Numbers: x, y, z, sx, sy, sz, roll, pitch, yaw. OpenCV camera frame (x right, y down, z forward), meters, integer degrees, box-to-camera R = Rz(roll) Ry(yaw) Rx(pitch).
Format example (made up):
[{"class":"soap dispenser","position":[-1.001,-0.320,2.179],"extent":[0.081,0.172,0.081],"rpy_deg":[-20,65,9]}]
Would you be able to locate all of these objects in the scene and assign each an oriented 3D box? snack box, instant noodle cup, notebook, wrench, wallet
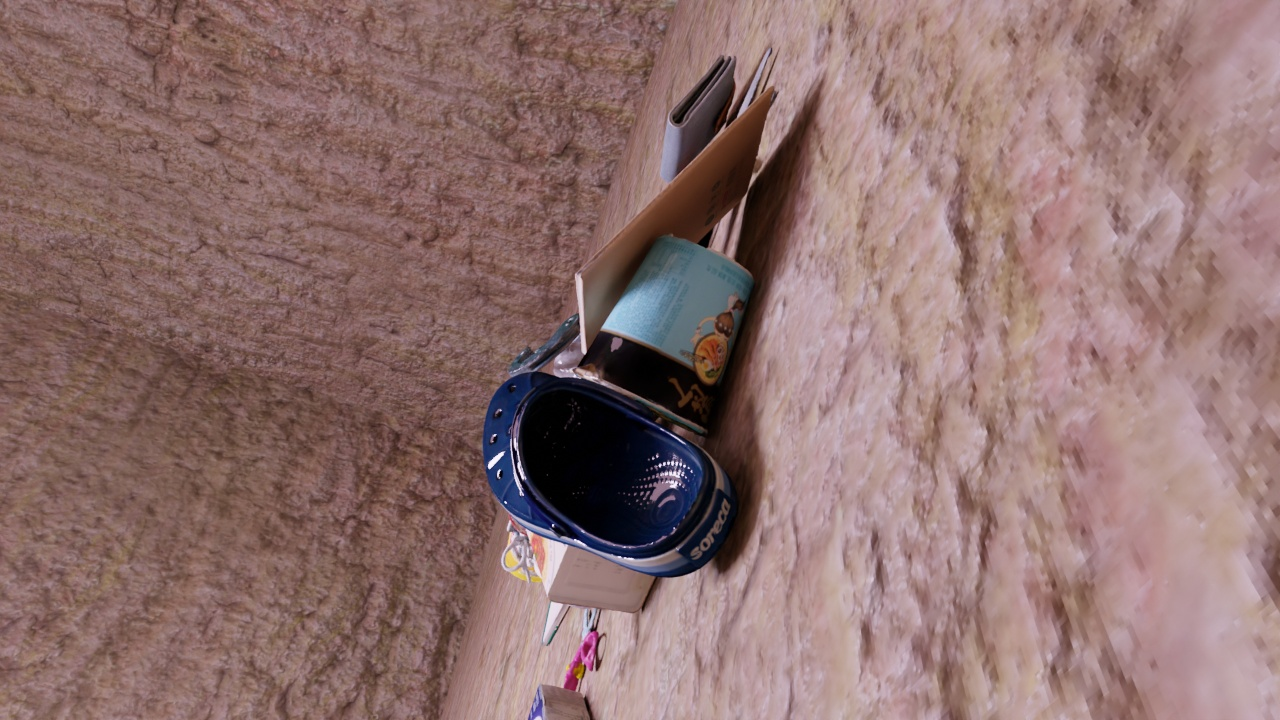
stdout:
[{"class":"snack box","position":[-0.082,0.364,0.701],"extent":[0.178,0.046,0.182],"rpy_deg":[160,128,-80]},{"class":"instant noodle cup","position":[0.023,-0.022,0.662],"extent":[0.120,0.111,0.111],"rpy_deg":[-64,8,-4]},{"class":"notebook","position":[0.025,-0.102,0.703],"extent":[0.207,0.008,0.148],"rpy_deg":[-46,-13,-16]},{"class":"wrench","position":[-0.010,-0.075,0.815],"extent":[0.273,0.016,0.056],"rpy_deg":[-41,20,-6]},{"class":"notebook","position":[-0.082,0.221,1.119],"extent":[0.208,0.012,0.151],"rpy_deg":[-81,12,-47]},{"class":"wallet","position":[0.064,-0.251,0.965],"extent":[0.106,0.037,0.130],"rpy_deg":[-50,-8,-12]},{"class":"instant noodle cup","position":[-0.035,0.123,0.716],"extent":[0.124,0.116,0.116],"rpy_deg":[-112,40,-60]}]

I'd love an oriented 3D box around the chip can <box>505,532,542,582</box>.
[{"class":"chip can","position":[-0.106,0.152,1.052],"extent":[0.072,0.072,0.214],"rpy_deg":[-87,10,-62]}]

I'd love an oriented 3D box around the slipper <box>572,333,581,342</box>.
[{"class":"slipper","position":[-0.075,0.008,1.297],"extent":[0.110,0.083,0.268],"rpy_deg":[-111,38,-74]}]

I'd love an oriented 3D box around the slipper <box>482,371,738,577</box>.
[{"class":"slipper","position":[-0.045,0.065,0.599],"extent":[0.105,0.095,0.253],"rpy_deg":[-52,36,-13]}]

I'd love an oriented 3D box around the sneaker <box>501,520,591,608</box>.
[{"class":"sneaker","position":[-0.085,0.181,0.912],"extent":[0.089,0.090,0.242],"rpy_deg":[-68,11,-9]}]

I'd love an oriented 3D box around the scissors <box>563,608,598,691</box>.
[{"class":"scissors","position":[-0.050,0.255,0.835],"extent":[0.135,0.017,0.133],"rpy_deg":[125,165,-71]}]

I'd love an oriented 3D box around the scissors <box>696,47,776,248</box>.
[{"class":"scissors","position":[0.081,-0.188,0.910],"extent":[0.221,0.021,0.232],"rpy_deg":[180,107,-76]}]

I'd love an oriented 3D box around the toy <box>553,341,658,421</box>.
[{"class":"toy","position":[-0.028,0.037,0.825],"extent":[0.200,0.130,0.140],"rpy_deg":[-61,4,10]}]
